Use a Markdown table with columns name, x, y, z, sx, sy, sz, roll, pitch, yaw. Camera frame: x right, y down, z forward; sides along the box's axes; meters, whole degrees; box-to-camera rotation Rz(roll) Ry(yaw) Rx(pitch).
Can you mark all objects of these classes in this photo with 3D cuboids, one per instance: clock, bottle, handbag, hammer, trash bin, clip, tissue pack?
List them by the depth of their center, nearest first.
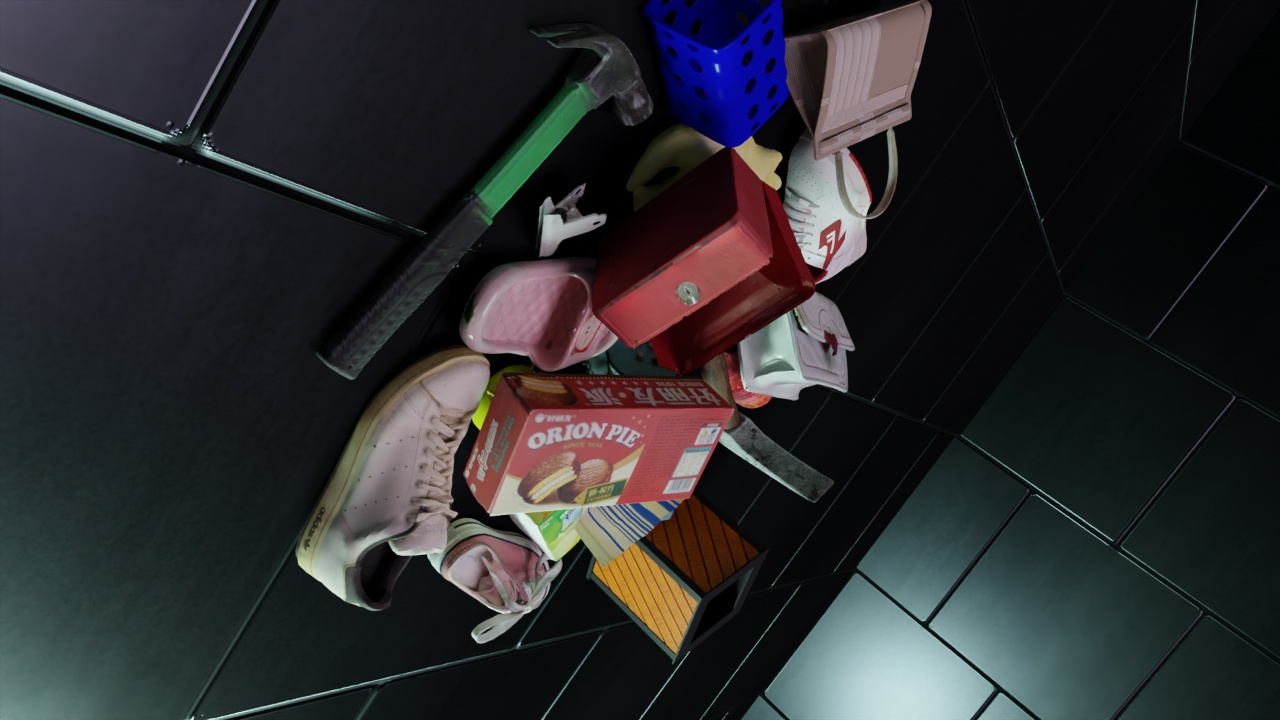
| name | x | y | z | sx | sy | sz | roll | pitch | yaw |
| --- | --- | --- | --- | --- | --- | --- | --- | --- | --- |
| hammer | -0.119 | -0.115 | 0.674 | 0.318 | 0.032 | 0.130 | -49 | 153 | -3 |
| clip | -0.061 | -0.117 | 0.731 | 0.054 | 0.043 | 0.102 | -32 | 176 | -14 |
| clock | -0.112 | 0.058 | 0.861 | 0.083 | 0.057 | 0.119 | -34 | 147 | -28 |
| handbag | 0.224 | -0.239 | 0.914 | 0.175 | 0.062 | 0.198 | -29 | 117 | -36 |
| clock | -0.006 | 0.005 | 0.929 | 0.124 | 0.090 | 0.053 | -36 | 159 | -27 |
| tissue pack | -0.034 | 0.131 | 0.979 | 0.197 | 0.141 | 0.120 | -44 | 152 | -13 |
| hammer | 0.106 | 0.017 | 1.021 | 0.037 | 0.218 | 0.301 | -41 | 139 | -19 |
| handbag | 0.195 | -0.029 | 1.145 | 0.198 | 0.096 | 0.142 | 10 | 73 | -60 |
| bottle | 0.125 | 0.020 | 1.171 | 0.062 | 0.062 | 0.137 | -52 | 152 | 2 |
| trash bin | 0.047 | 0.274 | 1.242 | 0.139 | 0.172 | 0.140 | -24 | 143 | -41 |

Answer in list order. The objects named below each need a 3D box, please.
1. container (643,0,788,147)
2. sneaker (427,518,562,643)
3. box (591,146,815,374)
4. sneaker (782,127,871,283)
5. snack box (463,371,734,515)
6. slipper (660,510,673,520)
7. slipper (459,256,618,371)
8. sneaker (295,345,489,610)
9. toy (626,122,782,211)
| name | x | y | z | sx | sy | sz | roll | pitch | yaw |
| --- | --- | --- | --- | --- | --- | --- | --- | --- | --- |
| container | 0.066 | -0.245 | 0.733 | 0.085 | 0.084 | 0.114 | -46 | 153 | -13 |
| sneaker | -0.145 | 0.244 | 1.009 | 0.118 | 0.088 | 0.241 | -47 | 152 | -7 |
| box | 0.040 | -0.091 | 0.781 | 0.158 | 0.137 | 0.127 | -35 | 142 | 28 |
| sneaker | 0.191 | -0.159 | 1.038 | 0.104 | 0.090 | 0.237 | -41 | 155 | -6 |
| snack box | -0.033 | 0.073 | 0.839 | 0.235 | 0.060 | 0.113 | 2 | 122 | -40 |
| slipper | 0.024 | 0.161 | 1.171 | 0.262 | 0.082 | 0.101 | -28 | 147 | -38 |
| slipper | -0.073 | -0.040 | 0.802 | 0.221 | 0.056 | 0.107 | 1 | 121 | -60 |
| sneaker | -0.188 | 0.104 | 0.756 | 0.242 | 0.102 | 0.088 | -56 | 152 | 8 |
| toy | 0.061 | -0.155 | 0.856 | 0.154 | 0.064 | 0.171 | -23 | 142 | -11 |
